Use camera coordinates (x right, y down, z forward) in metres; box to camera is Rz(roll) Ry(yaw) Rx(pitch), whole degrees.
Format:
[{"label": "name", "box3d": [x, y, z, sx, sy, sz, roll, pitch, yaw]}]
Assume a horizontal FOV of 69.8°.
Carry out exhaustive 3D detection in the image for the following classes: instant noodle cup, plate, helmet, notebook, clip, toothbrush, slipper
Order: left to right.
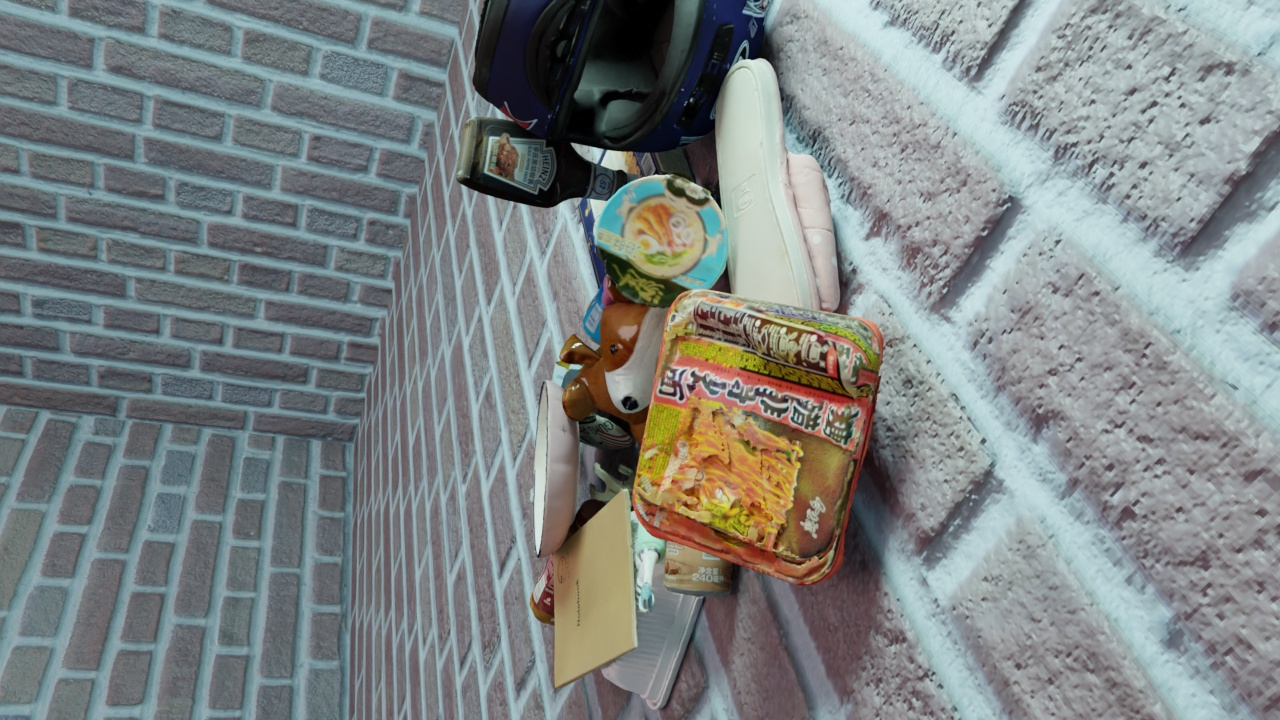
[{"label": "plate", "box3d": [-0.092, 0.118, 1.002, 0.192, 0.039, 0.192, -178, 91, -80]}, {"label": "notebook", "box3d": [-0.049, 0.231, 0.907, 0.208, 0.008, 0.147, 131, 141, -53]}, {"label": "clip", "box3d": [-0.032, 0.140, 0.978, 0.104, 0.081, 0.035, -126, 48, -74]}, {"label": "helmet", "box3d": [-0.007, -0.305, 0.839, 0.314, 0.240, 0.248, -86, 16, -59]}, {"label": "instant noodle cup", "box3d": [-0.003, 0.231, 0.886, 0.138, 0.060, 0.174, -130, 51, -61]}, {"label": "toothbrush", "box3d": [0.010, 0.155, 0.827, 0.224, 0.026, 0.027, -81, -9, -67]}, {"label": "instant noodle cup", "box3d": [0.019, -0.111, 0.808, 0.120, 0.111, 0.111, -84, 8, -76]}, {"label": "instant noodle cup", "box3d": [0.087, 0.052, 0.654, 0.165, 0.079, 0.189, 15, 96, 31]}, {"label": "slipper", "box3d": [0.112, -0.115, 0.743, 0.114, 0.054, 0.274, 140, 124, -64]}]

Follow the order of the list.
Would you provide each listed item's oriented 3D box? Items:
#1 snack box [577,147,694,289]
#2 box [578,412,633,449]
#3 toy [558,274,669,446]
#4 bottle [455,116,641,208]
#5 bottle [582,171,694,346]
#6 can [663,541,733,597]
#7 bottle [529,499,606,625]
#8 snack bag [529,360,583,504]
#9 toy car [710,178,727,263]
[{"label": "snack box", "box3d": [-0.011, -0.194, 1.077, 0.177, 0.045, 0.183, -105, 33, -42]}, {"label": "box", "box3d": [-0.053, 0.073, 1.071, 0.163, 0.076, 0.087, -3, 99, 64]}, {"label": "toy", "box3d": [-0.005, 0.005, 0.884, 0.200, 0.140, 0.130, 121, 167, -50]}, {"label": "bottle", "box3d": [-0.091, -0.198, 0.961, 0.044, 0.194, 0.080, 16, 96, 65]}, {"label": "bottle", "box3d": [0.001, -0.107, 0.992, 0.065, 0.065, 0.219, -105, 33, -44]}, {"label": "can", "box3d": [0.053, 0.141, 0.786, 0.059, 0.058, 0.116, 166, 111, -66]}, {"label": "bottle", "box3d": [-0.078, 0.233, 1.062, 0.057, 0.057, 0.175, -109, 35, -48]}, {"label": "snack bag", "box3d": [-0.113, 0.096, 1.197, 0.110, 0.039, 0.191, -129, 52, -81]}, {"label": "toy car", "box3d": [0.084, -0.131, 0.842, 0.043, 0.036, 0.091, 135, 136, -56]}]
